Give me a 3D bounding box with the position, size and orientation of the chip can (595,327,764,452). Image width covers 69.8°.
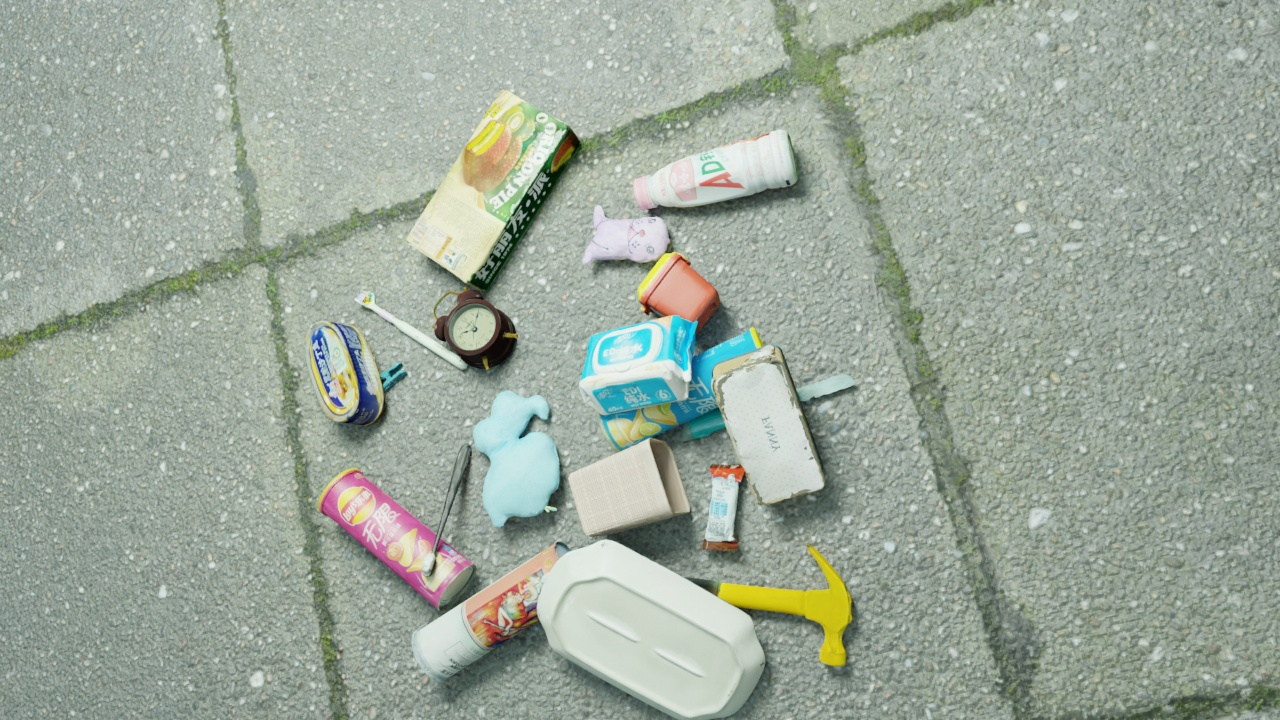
[{"bbox_3d":[0.054,0.037,1.084,0.210,0.071,0.071,-25,75,11],"label":"chip can"}]

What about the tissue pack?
[{"bbox_3d":[-0.002,0.003,1.047,0.140,0.063,0.089,-12,45,24],"label":"tissue pack"}]

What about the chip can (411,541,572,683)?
[{"bbox_3d":[-0.168,0.301,1.102,0.215,0.071,0.071,-34,74,7],"label":"chip can"}]

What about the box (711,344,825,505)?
[{"bbox_3d":[0.145,0.079,1.024,0.090,0.061,0.184,-17,108,10],"label":"box"}]

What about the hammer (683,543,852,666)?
[{"bbox_3d":[0.090,0.268,1.056,0.301,0.033,0.128,2,81,15],"label":"hammer"}]

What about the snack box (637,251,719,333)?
[{"bbox_3d":[0.047,-0.075,1.096,0.080,0.091,0.082,39,92,11],"label":"snack box"}]

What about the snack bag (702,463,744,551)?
[{"bbox_3d":[0.097,0.170,1.071,0.048,0.026,0.104,-3,75,27],"label":"snack bag"}]

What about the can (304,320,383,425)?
[{"bbox_3d":[-0.393,0.016,1.212,0.075,0.049,0.148,-32,70,20],"label":"can"}]

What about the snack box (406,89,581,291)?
[{"bbox_3d":[-0.191,-0.221,1.197,0.114,0.063,0.240,32,90,17],"label":"snack box"}]

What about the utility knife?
[{"bbox_3d":[0.147,0.055,1.085,0.216,0.013,0.029,-18,75,14],"label":"utility knife"}]

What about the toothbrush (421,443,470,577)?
[{"bbox_3d":[-0.239,0.180,1.133,0.015,0.018,0.180,9,56,5],"label":"toothbrush"}]

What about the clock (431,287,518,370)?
[{"bbox_3d":[-0.215,-0.042,1.175,0.122,0.055,0.082,39,86,19],"label":"clock"}]

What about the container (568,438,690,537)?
[{"bbox_3d":[-0.015,0.153,1.077,0.111,0.090,0.090,-22,76,15],"label":"container"}]

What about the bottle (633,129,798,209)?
[{"bbox_3d":[0.090,-0.225,1.121,0.197,0.068,0.068,-12,78,16],"label":"bottle"}]

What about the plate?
[{"bbox_3d":[0.008,0.313,1.028,0.266,0.034,0.162,29,105,3],"label":"plate"}]

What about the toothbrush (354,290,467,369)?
[{"bbox_3d":[-0.304,-0.040,1.222,0.189,0.029,0.020,32,133,17],"label":"toothbrush"}]

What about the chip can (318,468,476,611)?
[{"bbox_3d":[-0.306,0.223,1.152,0.210,0.071,0.071,34,91,18],"label":"chip can"}]

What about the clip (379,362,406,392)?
[{"bbox_3d":[-0.336,0.025,1.223,0.056,0.014,0.042,-35,73,10],"label":"clip"}]

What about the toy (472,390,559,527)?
[{"bbox_3d":[-0.152,0.124,1.138,0.156,0.050,0.161,34,83,25],"label":"toy"}]

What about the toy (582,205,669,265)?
[{"bbox_3d":[-0.015,-0.155,1.151,0.108,0.039,0.083,3,73,17],"label":"toy"}]
